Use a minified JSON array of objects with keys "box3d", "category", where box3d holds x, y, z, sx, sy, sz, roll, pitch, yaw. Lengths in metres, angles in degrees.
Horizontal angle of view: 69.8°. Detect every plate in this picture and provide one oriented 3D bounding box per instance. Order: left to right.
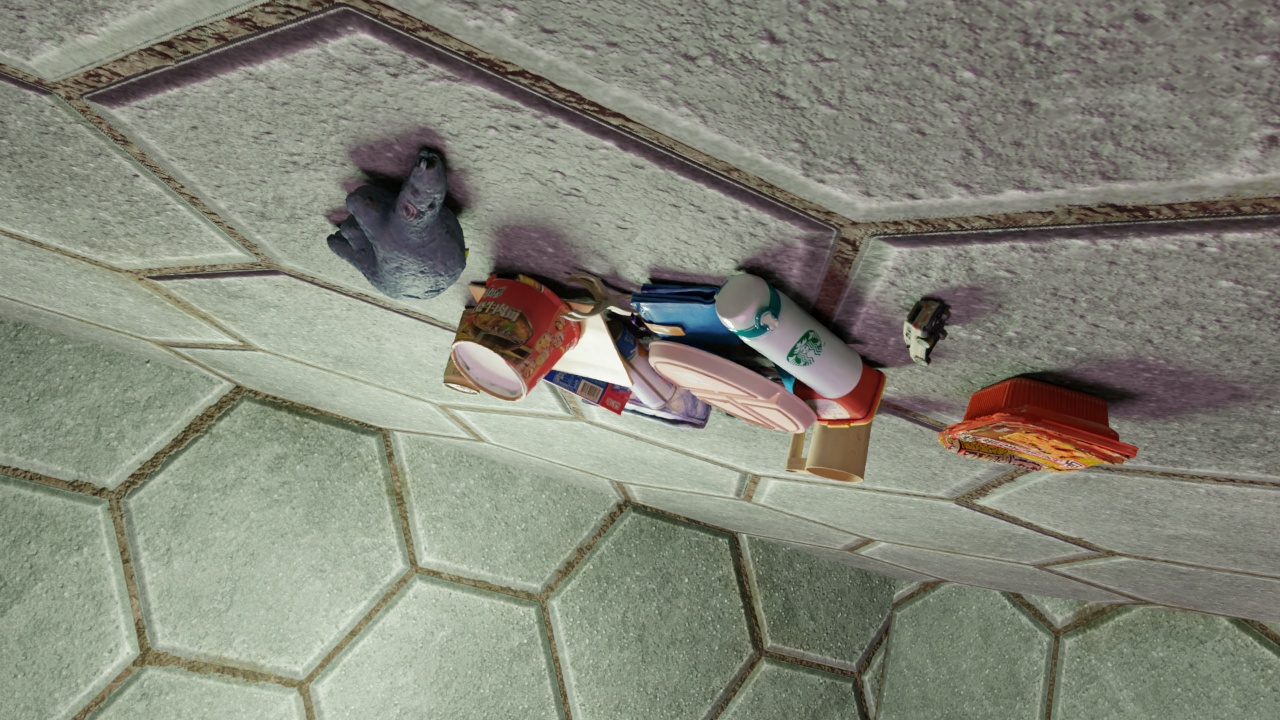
[{"box3d":[0.110,0.037,1.149,0.229,0.028,0.229,26,171,4],"category":"plate"}]

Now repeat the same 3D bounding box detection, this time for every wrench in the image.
[{"box3d":[0.168,0.061,1.404,0.056,0.016,0.274,16,165,-7],"category":"wrench"}]

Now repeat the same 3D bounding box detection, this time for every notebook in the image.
[{"box3d":[-0.116,-0.033,1.186,0.208,0.008,0.148,11,143,32],"category":"notebook"}]

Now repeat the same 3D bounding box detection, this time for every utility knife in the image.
[{"box3d":[0.192,0.011,1.190,0.034,0.018,0.199,-5,159,19],"category":"utility knife"}]

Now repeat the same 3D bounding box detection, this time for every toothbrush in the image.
[{"box3d":[-0.002,-0.045,1.096,0.017,0.014,0.189,2,178,3],"category":"toothbrush"}]

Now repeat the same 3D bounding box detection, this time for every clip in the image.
[{"box3d":[-0.050,-0.059,1.064,0.103,0.092,0.035,32,159,-21],"category":"clip"}]

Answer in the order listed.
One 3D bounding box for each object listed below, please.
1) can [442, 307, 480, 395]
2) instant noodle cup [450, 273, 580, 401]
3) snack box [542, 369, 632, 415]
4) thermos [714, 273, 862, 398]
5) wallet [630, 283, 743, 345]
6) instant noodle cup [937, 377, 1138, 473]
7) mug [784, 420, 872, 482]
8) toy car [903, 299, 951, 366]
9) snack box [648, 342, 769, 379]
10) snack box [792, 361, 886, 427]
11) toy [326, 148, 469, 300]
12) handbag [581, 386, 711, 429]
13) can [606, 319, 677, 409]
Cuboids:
[{"box3d":[-0.240,-0.013,1.308,0.058,0.116,0.058,13,165,3],"category":"can"},{"box3d":[-0.158,-0.022,1.126,0.138,0.108,0.138,23,147,15],"category":"instant noodle cup"},{"box3d":[-0.103,0.015,1.312,0.208,0.057,0.058,21,175,41],"category":"snack box"},{"box3d":[0.162,-0.024,0.987,0.073,0.073,0.224,1,160,41],"category":"thermos"},{"box3d":[0.056,-0.050,1.056,0.106,0.040,0.133,4,162,21],"category":"wallet"},{"box3d":[0.458,0.077,1.069,0.164,0.079,0.189,15,167,-6],"category":"instant noodle cup"},{"box3d":[0.274,0.116,1.338,0.125,0.103,0.084,0,160,44],"category":"mug"},{"box3d":[0.284,-0.028,0.917,0.035,0.042,0.090,32,169,26],"category":"toy car"},{"box3d":[0.095,0.013,1.270,0.157,0.026,0.085,23,163,-32],"category":"snack box"},{"box3d":[0.239,0.034,1.119,0.080,0.081,0.091,34,157,-29],"category":"snack box"},{"box3d":[-0.252,-0.127,0.977,0.138,0.091,0.357,48,153,-14],"category":"toy"},{"box3d":[-0.003,0.049,1.366,0.194,0.075,0.134,14,176,29],"category":"handbag"},{"box3d":[-0.007,0.007,1.221,0.053,0.053,0.134,-1,143,44],"category":"can"}]
